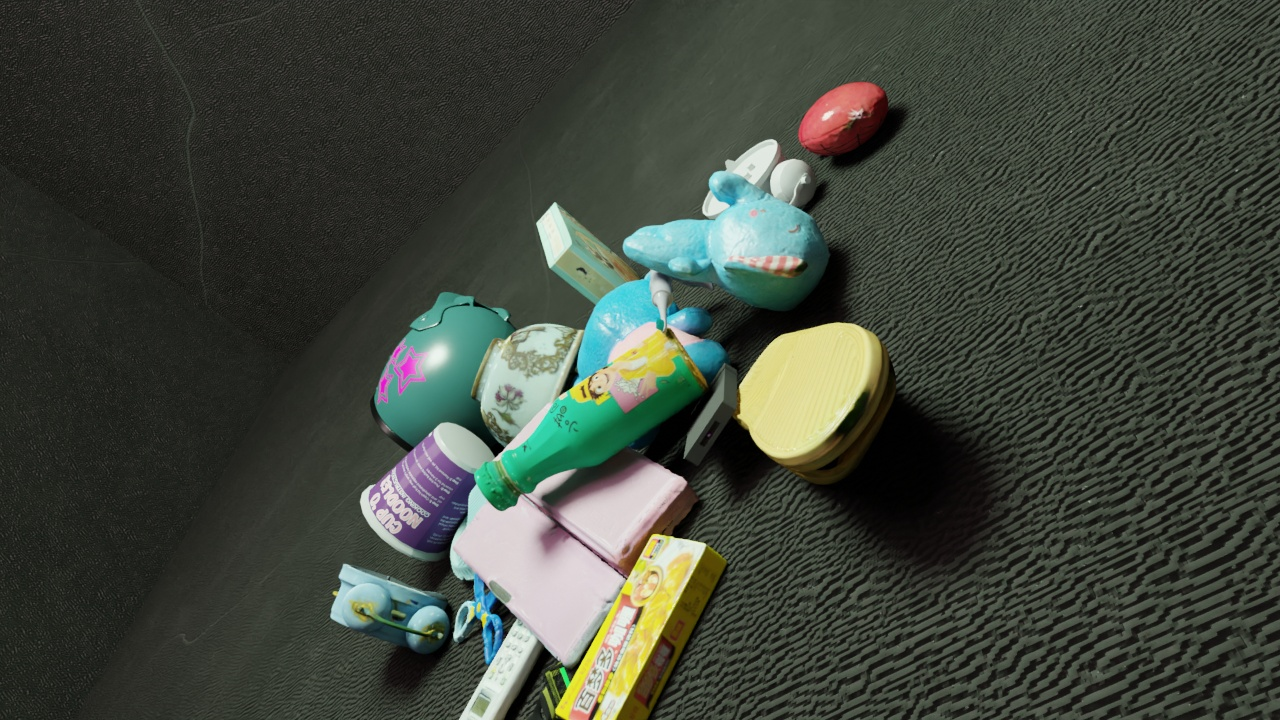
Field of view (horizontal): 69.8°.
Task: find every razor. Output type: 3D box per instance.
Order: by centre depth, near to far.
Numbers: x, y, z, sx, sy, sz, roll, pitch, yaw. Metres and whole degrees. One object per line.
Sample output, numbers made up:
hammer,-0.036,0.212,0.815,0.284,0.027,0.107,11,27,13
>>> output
razor,-0.101,0.296,0.714,0.144,0.021,0.044,-44,47,15

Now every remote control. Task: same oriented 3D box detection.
remote control,0.059,0.042,0.751,0.058,0.013,0.133,-58,2,14
remote control,-0.109,0.263,0.777,0.050,0.022,0.133,-8,47,58

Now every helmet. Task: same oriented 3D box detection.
helmet,-0.237,0.011,1.201,0.200,0.176,0.275,-52,23,2

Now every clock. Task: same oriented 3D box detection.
clock,-0.258,0.256,0.948,0.162,0.118,0.060,-14,53,64
clock,0.122,-0.171,0.960,0.120,0.061,0.159,-44,21,16

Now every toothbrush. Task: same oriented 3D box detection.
toothbrush,0.019,-0.069,0.830,0.018,0.019,0.187,-61,14,26

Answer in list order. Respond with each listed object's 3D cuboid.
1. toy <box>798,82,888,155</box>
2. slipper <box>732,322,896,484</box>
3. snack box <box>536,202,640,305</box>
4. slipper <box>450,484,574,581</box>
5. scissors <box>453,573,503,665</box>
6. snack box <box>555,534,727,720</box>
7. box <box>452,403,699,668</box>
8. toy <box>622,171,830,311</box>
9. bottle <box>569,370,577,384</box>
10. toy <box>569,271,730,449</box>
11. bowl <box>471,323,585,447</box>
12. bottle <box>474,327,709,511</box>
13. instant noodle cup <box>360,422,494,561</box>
toy,0.204,-0.244,0.934,0.092,0.062,0.132,-28,9,11
slipper,0.125,0.032,0.632,0.099,0.078,0.263,-58,5,-1
snack box,-0.052,-0.106,1.081,0.044,0.141,0.193,-47,23,10
slipper,-0.127,0.150,0.930,0.277,0.069,0.115,-28,35,42
scissors,-0.150,0.239,0.876,0.127,0.013,0.125,-51,35,29
snack box,0.000,0.201,0.666,0.075,0.025,0.152,-7,48,59
box,-0.073,0.138,0.809,0.179,0.040,0.233,-52,37,-12
toy,0.079,-0.109,0.817,0.183,0.181,0.115,-55,-25,-69
bottle,-0.126,0.054,1.118,0.123,0.033,0.033,-51,23,1
toy,-0.005,0.005,0.899,0.224,0.099,0.191,-49,32,11
bowl,-0.129,0.025,1.010,0.160,0.094,0.160,-163,95,-87
bottle,-0.044,0.055,0.782,0.210,0.068,0.068,-34,24,3
instant noodle cup,-0.235,0.139,1.058,0.122,0.122,0.136,-50,31,13
